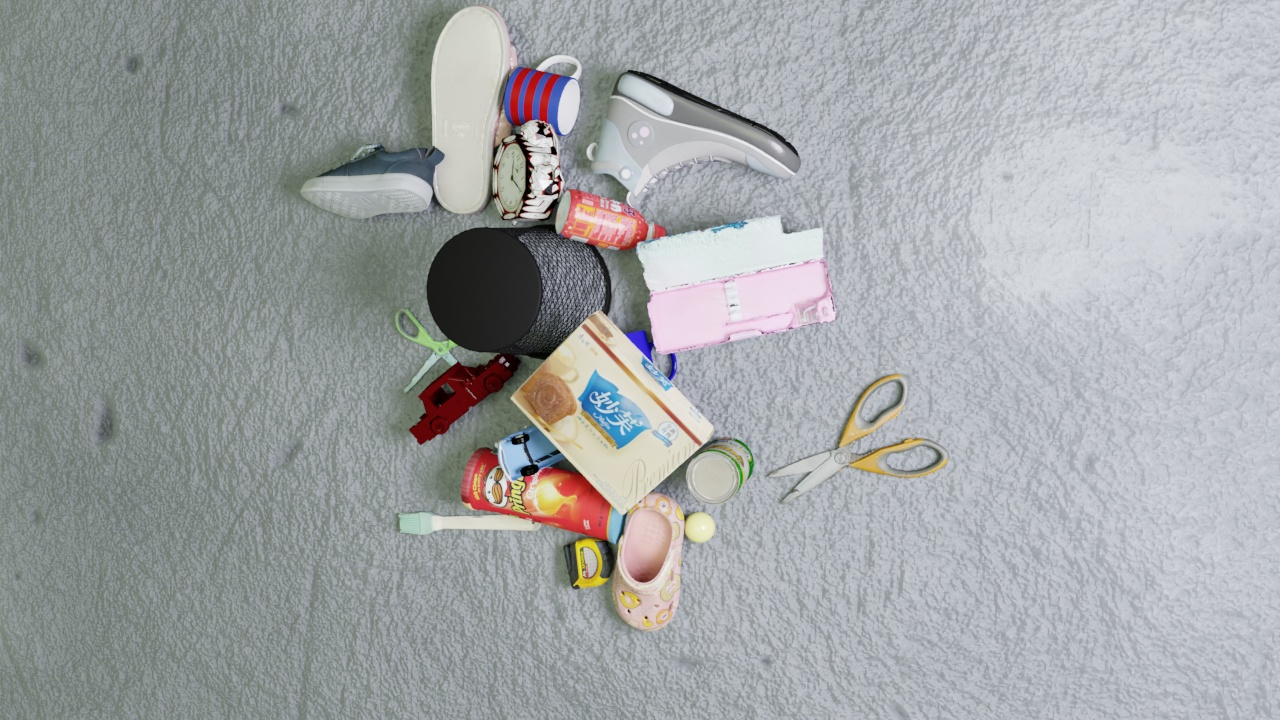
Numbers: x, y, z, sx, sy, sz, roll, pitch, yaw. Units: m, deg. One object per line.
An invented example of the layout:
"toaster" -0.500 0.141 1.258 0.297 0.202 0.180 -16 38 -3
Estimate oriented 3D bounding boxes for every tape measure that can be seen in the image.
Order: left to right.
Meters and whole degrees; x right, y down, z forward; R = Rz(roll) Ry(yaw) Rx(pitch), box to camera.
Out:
"tape measure" -0.067 0.273 1.242 0.064 0.037 0.065 -22 74 21

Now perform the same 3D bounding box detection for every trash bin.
"trash bin" -0.155 -0.087 1.153 0.184 0.210 0.184 1 94 15

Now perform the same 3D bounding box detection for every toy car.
"toy car" -0.247 0.041 1.252 0.170 0.070 0.062 -37 101 16
"toy car" -0.124 0.108 1.202 0.055 0.153 0.056 -3 105 52

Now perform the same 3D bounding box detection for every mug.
"mug" -0.122 -0.355 1.205 0.076 0.075 0.111 16 72 14
"mug" -0.007 0.007 1.194 0.111 0.079 0.083 -14 90 -13

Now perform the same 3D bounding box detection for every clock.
"clock" -0.133 -0.243 1.185 0.155 0.065 0.114 -33 65 53

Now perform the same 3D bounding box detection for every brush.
"brush" -0.243 0.230 1.303 0.218 0.012 0.033 -3 92 14

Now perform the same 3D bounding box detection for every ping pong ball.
"ping pong ball" 0.077 0.218 1.198 0.040 0.040 0.040 1 94 15

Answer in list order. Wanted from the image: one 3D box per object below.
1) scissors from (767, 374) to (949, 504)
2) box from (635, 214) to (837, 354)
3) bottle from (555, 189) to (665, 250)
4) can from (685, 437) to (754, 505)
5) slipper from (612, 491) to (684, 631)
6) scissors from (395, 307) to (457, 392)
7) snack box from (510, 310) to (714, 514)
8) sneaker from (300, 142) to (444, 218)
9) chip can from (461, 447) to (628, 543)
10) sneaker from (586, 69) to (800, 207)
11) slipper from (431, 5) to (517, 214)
"scissors" 0.275 0.124 1.150 0.175 0.016 0.225 46 104 8
"box" 0.118 -0.099 1.140 0.230 0.061 0.161 -11 111 7
"bottle" -0.035 -0.173 1.170 0.137 0.062 0.062 12 98 -23
"can" 0.101 0.136 1.144 0.067 0.120 0.067 1 94 15
"slipper" 0.003 0.269 1.192 0.093 0.081 0.197 11 106 18
"scissors" -0.281 -0.016 1.295 0.171 0.021 0.173 45 100 4
"snack box" -0.036 0.064 1.129 0.207 0.055 0.154 46 114 1
"sneaker" -0.370 -0.252 1.258 0.236 0.089 0.087 2 71 29
"chip can" -0.125 0.180 1.228 0.213 0.087 0.087 12 96 13
"sneaker" 0.061 -0.249 1.155 0.257 0.092 0.161 29 109 10
"slipper" -0.226 -0.333 1.236 0.114 0.054 0.275 15 109 10
